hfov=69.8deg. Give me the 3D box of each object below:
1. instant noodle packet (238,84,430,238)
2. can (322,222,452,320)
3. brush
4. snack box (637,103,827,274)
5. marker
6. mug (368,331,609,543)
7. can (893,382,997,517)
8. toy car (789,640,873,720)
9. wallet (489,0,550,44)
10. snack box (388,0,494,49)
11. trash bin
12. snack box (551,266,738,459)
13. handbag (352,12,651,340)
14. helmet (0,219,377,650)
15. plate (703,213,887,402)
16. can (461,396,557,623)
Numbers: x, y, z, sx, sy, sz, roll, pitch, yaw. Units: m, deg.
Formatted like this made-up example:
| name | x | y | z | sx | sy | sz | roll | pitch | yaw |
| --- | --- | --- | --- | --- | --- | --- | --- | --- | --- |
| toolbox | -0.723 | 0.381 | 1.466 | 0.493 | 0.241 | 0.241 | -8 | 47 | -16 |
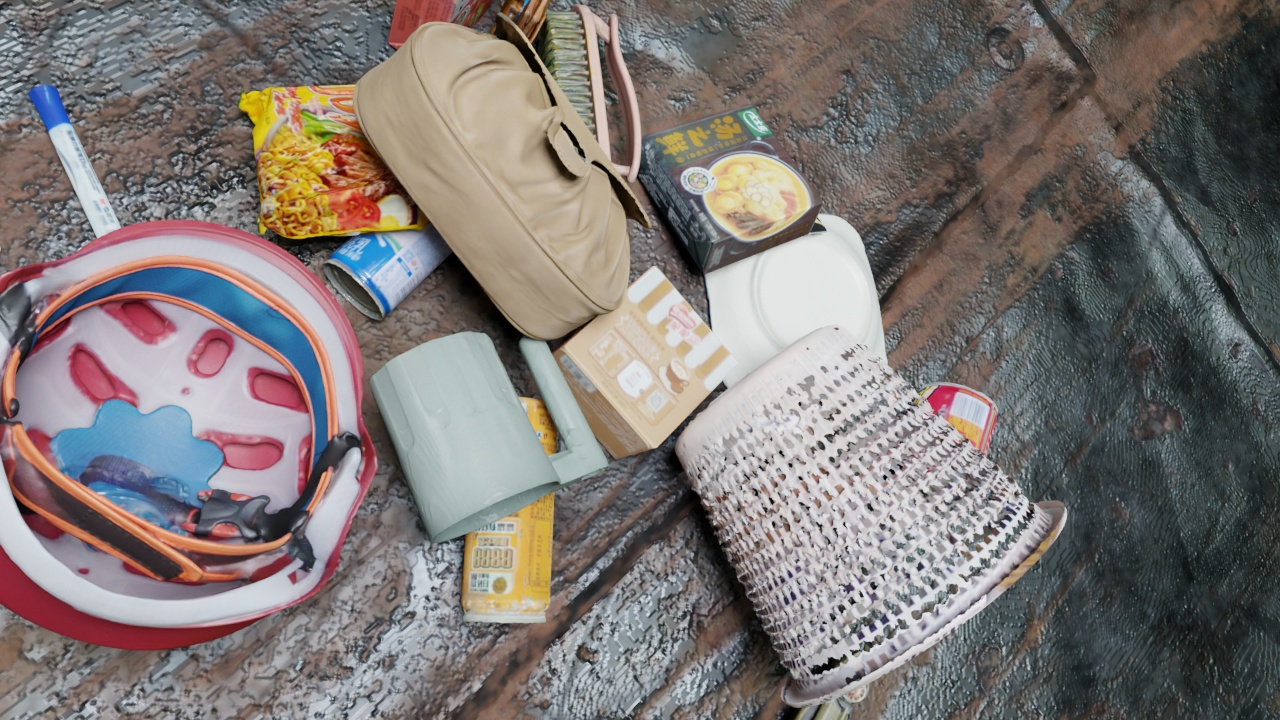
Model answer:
| name | x | y | z | sx | sy | sz | roll | pitch | yaw |
| --- | --- | --- | --- | --- | --- | --- | --- | --- | --- |
| instant noodle packet | -0.198 | -0.134 | 0.598 | 0.110 | 0.044 | 0.128 | -7 | 52 | -22 |
| can | -0.152 | -0.092 | 0.634 | 0.053 | 0.053 | 0.134 | 44 | 66 | -8 |
| brush | -0.040 | -0.204 | 0.701 | 0.073 | 0.063 | 0.145 | -2 | 77 | -18 |
| snack box | 0.076 | -0.138 | 0.723 | 0.125 | 0.053 | 0.113 | -23 | 67 | -20 |
| marker | -0.347 | -0.106 | 0.579 | 0.016 | 0.017 | 0.146 | -25 | 88 | -25 |
| mug | -0.091 | 0.041 | 0.563 | 0.123 | 0.084 | 0.103 | -19 | 76 | -36 |
| can | 0.247 | 0.073 | 0.749 | 0.066 | 0.067 | 0.093 | 29 | 69 | -14 |
| toy car | 0.125 | 0.269 | 0.654 | 0.042 | 0.070 | 0.157 | 26 | 69 | 12 |
| wallet | -0.086 | -0.249 | 0.654 | 0.035 | 0.131 | 0.119 | 23 | 71 | -20 |
| snack box | -0.123 | -0.287 | 0.657 | 0.044 | 0.113 | 0.126 | 33 | 68 | -10 |
| trash bin | 0.135 | 0.092 | 0.636 | 0.227 | 0.228 | 0.192 | -31 | 78 | -25 |
| snack box | -0.004 | 0.004 | 0.659 | 0.094 | 0.077 | 0.093 | -44 | 96 | -24 |
| handbag | -0.074 | -0.121 | 0.582 | 0.204 | 0.100 | 0.147 | 53 | 31 | -21 |
| helmet | -0.266 | 0.048 | 0.508 | 0.207 | 0.144 | 0.239 | 32 | 38 | -26 |
| plate | 0.134 | -0.049 | 0.750 | 0.164 | 0.034 | 0.163 | -5 | 80 | -22 |
| can | -0.087 | 0.099 | 0.614 | 0.058 | 0.058 | 0.146 | 7 | 76 | -21 |
